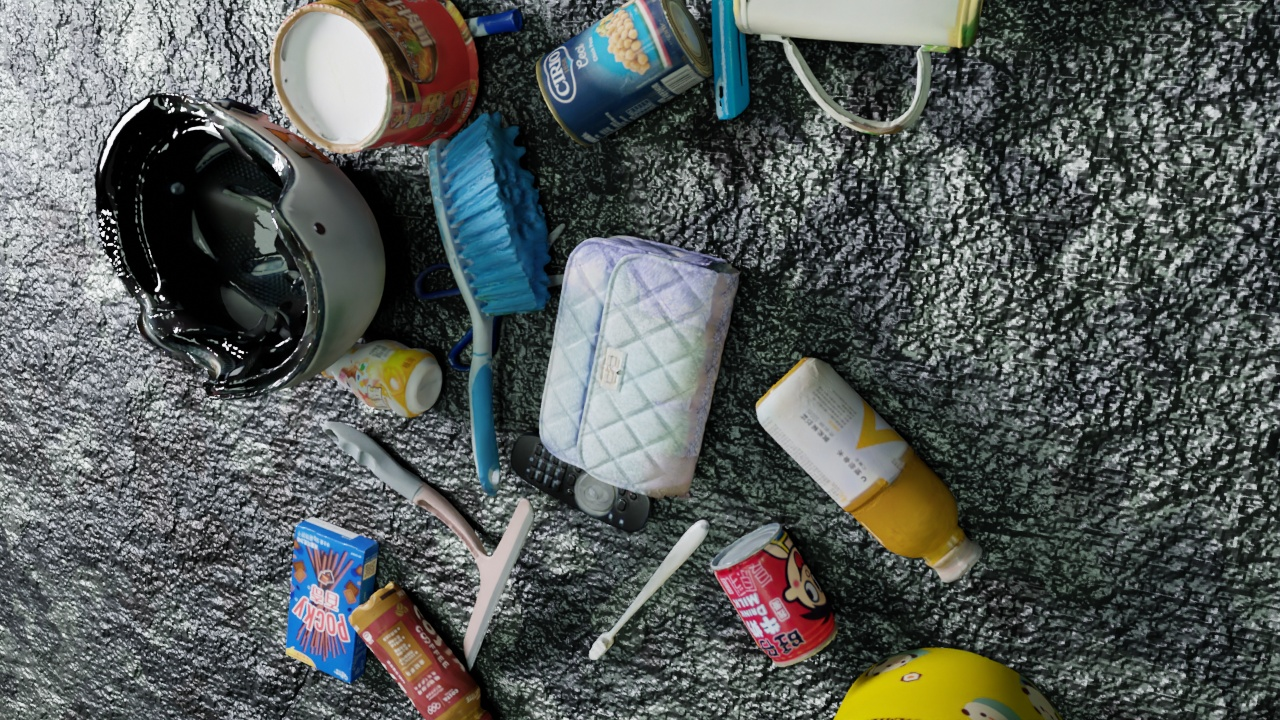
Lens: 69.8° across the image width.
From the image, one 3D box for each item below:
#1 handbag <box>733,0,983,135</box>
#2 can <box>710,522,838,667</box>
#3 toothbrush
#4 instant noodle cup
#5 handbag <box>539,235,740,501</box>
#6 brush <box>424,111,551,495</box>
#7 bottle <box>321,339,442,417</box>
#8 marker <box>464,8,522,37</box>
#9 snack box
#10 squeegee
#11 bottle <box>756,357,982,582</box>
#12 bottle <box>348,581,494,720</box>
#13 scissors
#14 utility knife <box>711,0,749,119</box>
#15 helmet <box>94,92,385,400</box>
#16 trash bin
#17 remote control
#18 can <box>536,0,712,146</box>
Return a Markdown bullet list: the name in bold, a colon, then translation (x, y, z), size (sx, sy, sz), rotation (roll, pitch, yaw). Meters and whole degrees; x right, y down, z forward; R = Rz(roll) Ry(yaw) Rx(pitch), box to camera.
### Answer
- **handbag**: translation (0.146, -0.246, 0.615), size (0.163, 0.063, 0.179), rotation (11, 111, 18)
- **can**: translation (0.107, 0.185, 0.726), size (0.067, 0.066, 0.094), rotation (-32, 89, 25)
- **toothbrush**: translation (0.006, 0.202, 0.800), size (0.016, 0.016, 0.180), rotation (40, 113, 7)
- **instant noodle cup**: translation (-0.214, -0.227, 0.728), size (0.138, 0.108, 0.138), rotation (9, 118, 18)
- **handbag**: translation (-0.004, 0.004, 0.726), size (0.134, 0.075, 0.194), rotation (16, 108, 18)
- **brush**: translation (-0.122, -0.038, 0.769), size (0.110, 0.060, 0.314), rotation (-9, 100, 26)
- **bottle**: translation (-0.236, 0.012, 0.831), size (0.108, 0.063, 0.063), rotation (14, 107, 19)
- **marker**: translation (-0.165, -0.271, 0.761), size (0.146, 0.016, 0.017), rotation (-1, 102, 23)
- **snack box**: translation (-0.317, 0.246, 0.938), size (0.084, 0.026, 0.157), rotation (16, 108, 18)
- **squeegee**: translation (-0.206, 0.132, 0.860), size (0.249, 0.040, 0.248), rotation (39, 131, 17)
- **bottle**: translation (0.169, 0.082, 0.675), size (0.189, 0.067, 0.068), rotation (46, 114, 7)
- **bottle**: translation (-0.207, 0.299, 0.888), size (0.058, 0.057, 0.175), rotation (-43, 84, 25)
- **scissors**: translation (-0.126, -0.053, 0.799), size (0.162, 0.012, 0.164), rotation (16, 106, 18)
- **utility knife**: translation (0.059, -0.291, 0.637), size (0.018, 0.034, 0.238), rotation (9, 114, 34)
- **helmet**: translation (-0.323, -0.101, 0.791), size (0.274, 0.156, 0.230), rotation (37, 114, 22)
- **trash bin**: translation (0.201, 0.338, 0.618), size (0.230, 0.254, 0.230), rotation (5, 104, 21)
- **remote control**: translation (-0.050, 0.103, 0.796), size (0.136, 0.024, 0.053), rotation (25, 109, 14)
- **can**: translation (-0.010, -0.218, 0.677), size (0.111, 0.075, 0.075), rotation (-24, 92, 25)
